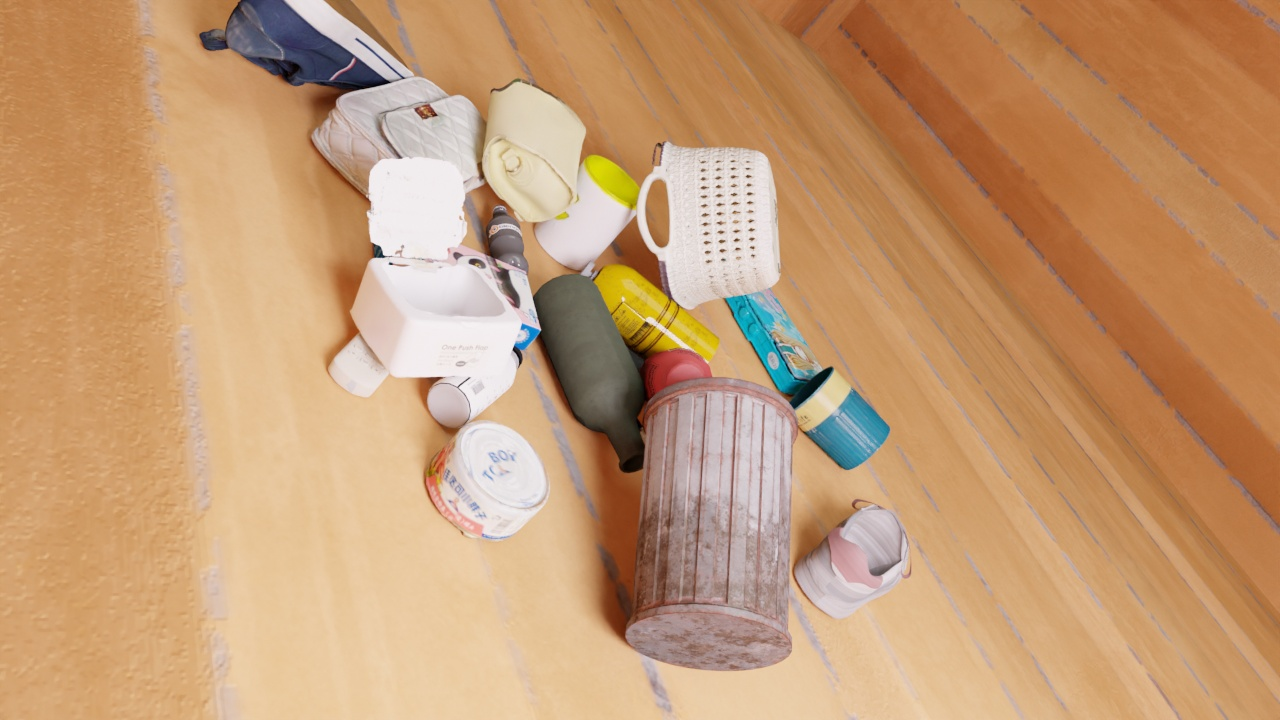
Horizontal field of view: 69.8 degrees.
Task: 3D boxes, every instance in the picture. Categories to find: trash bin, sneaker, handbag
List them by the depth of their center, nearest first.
[{"bbox_3d":[0.059,0.121,0.728,0.130,0.131,0.210,28,49,-27],"label":"trash bin"},{"bbox_3d":[-0.328,-0.308,0.923,0.120,0.127,0.294,49,8,-2],"label":"sneaker"},{"bbox_3d":[-0.226,-0.222,0.935,0.139,0.073,0.194,43,28,-5],"label":"handbag"},{"bbox_3d":[0.251,0.194,0.972,0.099,0.090,0.235,52,29,15],"label":"sneaker"},{"bbox_3d":[-0.118,-0.228,0.980,0.111,0.081,0.119,42,38,-40],"label":"handbag"}]

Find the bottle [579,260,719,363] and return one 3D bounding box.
[{"bbox_3d":[0.002,-0.047,0.998,0.164,0.071,0.070,38,29,-10],"label":"bottle"}]

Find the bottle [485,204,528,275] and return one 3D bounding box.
[{"bbox_3d":[-0.140,-0.123,0.951,0.036,0.036,0.109,22,35,-35],"label":"bottle"}]

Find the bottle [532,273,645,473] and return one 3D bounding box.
[{"bbox_3d":[-0.041,0.012,0.860,0.071,0.072,0.206,13,41,-44],"label":"bottle"}]

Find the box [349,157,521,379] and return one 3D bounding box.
[{"bbox_3d":[-0.172,-0.068,0.736,0.111,0.102,0.189,-1,58,-44],"label":"box"}]

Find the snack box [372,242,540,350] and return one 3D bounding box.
[{"bbox_3d":[-0.169,-0.071,0.847,0.154,0.033,0.088,21,35,-36],"label":"snack box"}]

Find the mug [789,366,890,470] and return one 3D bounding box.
[{"bbox_3d":[0.245,0.071,1.153,0.107,0.083,0.113,43,0,-2],"label":"mug"}]

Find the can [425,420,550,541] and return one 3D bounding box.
[{"bbox_3d":[-0.114,0.090,0.691,0.086,0.043,0.086,33,29,-22],"label":"can"}]

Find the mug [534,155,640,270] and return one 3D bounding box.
[{"bbox_3d":[-0.059,-0.166,1.041,0.082,0.106,0.082,31,30,-21],"label":"mug"}]

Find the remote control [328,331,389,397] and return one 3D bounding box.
[{"bbox_3d":[-0.207,-0.013,0.736,0.038,0.018,0.125,38,28,-10],"label":"remote control"}]

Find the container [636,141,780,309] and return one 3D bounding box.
[{"bbox_3d":[0.088,-0.156,1.083,0.251,0.143,0.184,7,81,-79],"label":"container"}]

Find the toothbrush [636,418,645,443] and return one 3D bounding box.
[{"bbox_3d":[-0.012,0.055,0.902,0.017,0.012,0.186,-8,56,-51],"label":"toothbrush"}]

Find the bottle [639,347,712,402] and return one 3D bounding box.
[{"bbox_3d":[0.034,0.019,0.873,0.062,0.062,0.176,43,-3,-2],"label":"bottle"}]

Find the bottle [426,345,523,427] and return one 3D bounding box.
[{"bbox_3d":[-0.133,0.016,0.768,0.041,0.041,0.115,43,28,-1],"label":"bottle"}]

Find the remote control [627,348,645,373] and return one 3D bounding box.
[{"bbox_3d":[-0.006,0.006,0.973,0.147,0.015,0.033,36,29,-14],"label":"remote control"}]

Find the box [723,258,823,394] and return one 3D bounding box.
[{"bbox_3d":[0.177,-0.048,1.257,0.094,0.040,0.226,12,41,-45],"label":"box"}]
